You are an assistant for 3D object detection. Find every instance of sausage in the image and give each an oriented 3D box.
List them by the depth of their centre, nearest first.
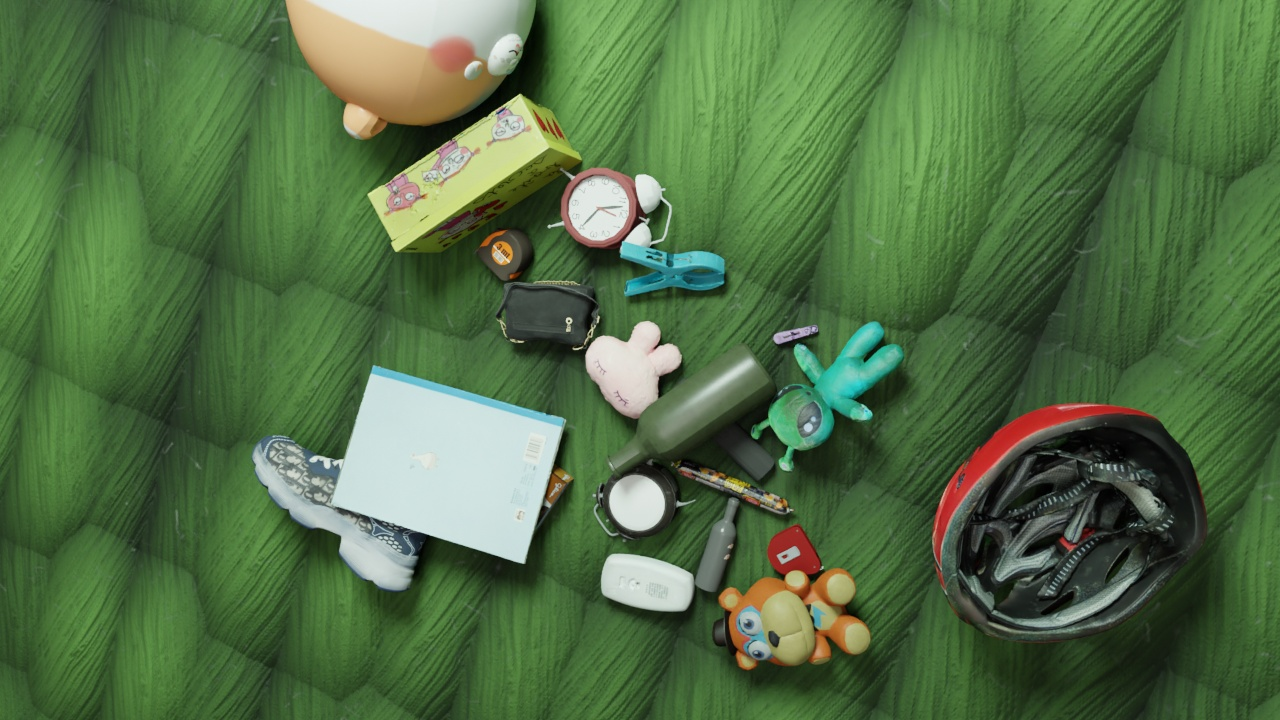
[{"bbox_3d":[0.108,0.148,1.080,0.155,0.020,0.020,21,100,11],"label":"sausage"}]

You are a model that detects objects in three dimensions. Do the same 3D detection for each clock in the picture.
[{"bbox_3d":[-0.032,-0.174,1.067,0.138,0.048,0.096,15,99,13],"label":"clock"},{"bbox_3d":[-0.004,0.169,1.097,0.123,0.043,0.091,-36,87,15],"label":"clock"}]

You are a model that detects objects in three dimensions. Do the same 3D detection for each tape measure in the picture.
[{"bbox_3d":[0.177,0.228,1.071,0.051,0.019,0.059,-31,88,15],"label":"tape measure"},{"bbox_3d":[-0.160,-0.132,1.111,0.058,0.038,0.059,44,117,7],"label":"tape measure"}]

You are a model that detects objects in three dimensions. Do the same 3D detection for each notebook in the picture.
[{"bbox_3d":[-0.234,0.124,1.116,0.253,0.009,0.181,16,85,7],"label":"notebook"}]

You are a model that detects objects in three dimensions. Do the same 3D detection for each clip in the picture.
[{"bbox_3d":[0.036,-0.110,1.046,0.120,0.103,0.027,3,57,3],"label":"clip"},{"bbox_3d":[0.181,-0.031,1.047,0.051,0.045,0.014,-15,91,57],"label":"clip"}]

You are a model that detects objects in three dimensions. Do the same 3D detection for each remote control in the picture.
[{"bbox_3d":[0.095,0.080,1.078,0.147,0.015,0.033,44,104,6],"label":"remote control"},{"bbox_3d":[0.009,0.270,1.112,0.114,0.028,0.060,7,97,13],"label":"remote control"}]

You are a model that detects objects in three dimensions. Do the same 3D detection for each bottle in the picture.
[{"bbox_3d":[0.052,0.064,1.038,0.207,0.071,0.071,-35,87,5],"label":"bottle"},{"bbox_3d":[0.095,0.216,1.085,0.030,0.030,0.113,19,100,11],"label":"bottle"}]

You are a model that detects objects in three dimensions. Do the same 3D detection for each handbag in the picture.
[{"bbox_3d":[-0.112,-0.055,1.098,0.128,0.054,0.079,4,100,11],"label":"handbag"}]

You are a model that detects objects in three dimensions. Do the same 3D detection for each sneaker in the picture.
[{"bbox_3d":[-0.366,0.166,1.173,0.269,0.103,0.132,38,88,7],"label":"sneaker"}]

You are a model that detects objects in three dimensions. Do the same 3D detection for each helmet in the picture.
[{"bbox_3d":[0.417,0.160,0.927,0.272,0.167,0.217,-43,96,8],"label":"helmet"}]

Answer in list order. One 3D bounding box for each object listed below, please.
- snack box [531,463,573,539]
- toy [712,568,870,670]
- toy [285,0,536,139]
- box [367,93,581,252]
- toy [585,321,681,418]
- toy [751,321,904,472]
[{"bbox_3d":[-0.188,0.134,1.146,0.186,0.031,0.101,36,103,8],"label":"snack box"},{"bbox_3d":[0.168,0.297,1.049,0.176,0.096,0.112,-17,95,26],"label":"toy"},{"bbox_3d":[-0.245,-0.382,0.994,0.266,0.262,0.281,27,119,12],"label":"toy"},{"bbox_3d":[-0.189,-0.211,1.066,0.221,0.124,0.080,-27,89,13],"label":"box"},{"bbox_3d":[-0.006,0.006,1.081,0.105,0.053,0.108,-41,84,-1],"label":"toy"},{"bbox_3d":[0.208,0.041,1.023,0.193,0.072,0.130,-43,46,11],"label":"toy"}]
